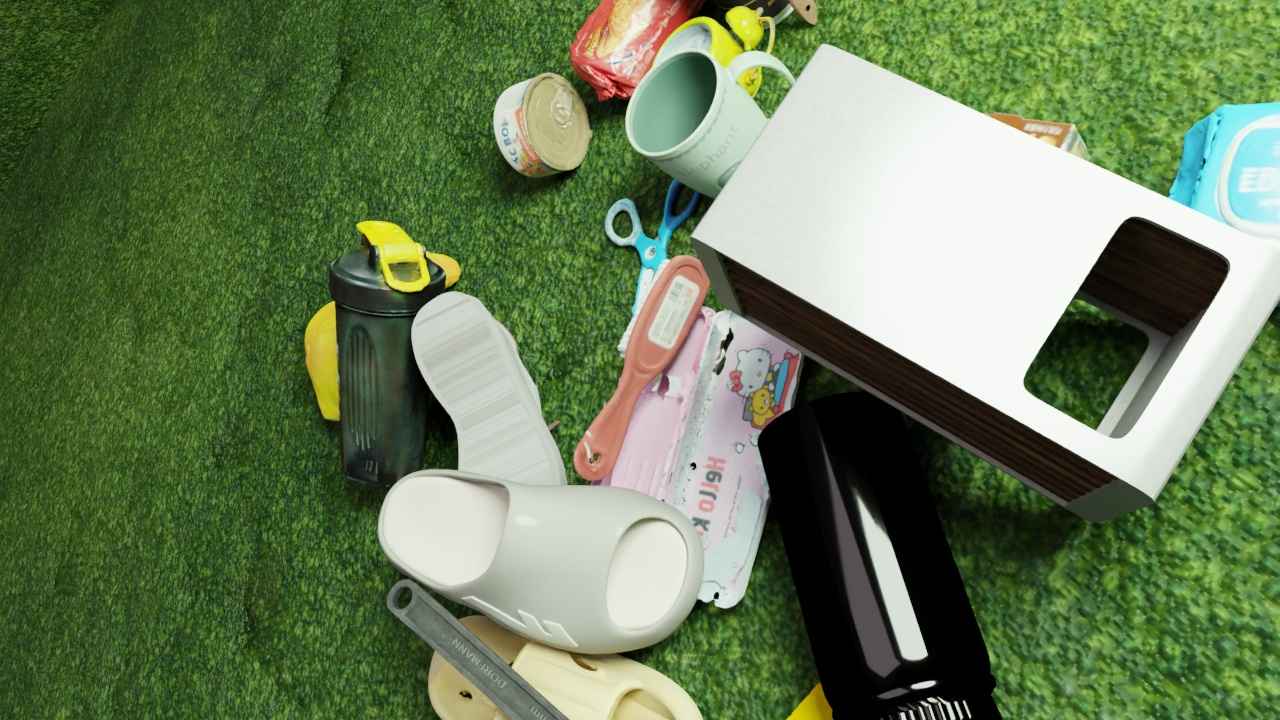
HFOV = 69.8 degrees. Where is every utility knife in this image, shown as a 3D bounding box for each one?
[{"bbox_3d":[0.070,0.233,0.503,0.158,0.017,0.030,-45,45,-18],"label":"utility knife"}]

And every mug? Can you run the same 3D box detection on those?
[{"bbox_3d":[0.063,-0.172,0.666,0.111,0.104,0.084,-38,51,23],"label":"mug"}]

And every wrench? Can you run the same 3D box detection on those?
[{"bbox_3d":[-0.073,0.216,0.575,0.273,0.018,0.073,28,74,33],"label":"wrench"}]

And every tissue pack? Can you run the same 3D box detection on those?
[{"bbox_3d":[0.324,-0.073,0.429,0.145,0.061,0.092,5,76,42],"label":"tissue pack"}]

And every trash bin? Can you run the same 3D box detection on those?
[{"bbox_3d":[0.158,-0.036,0.454,0.229,0.114,0.114,32,85,19],"label":"trash bin"}]

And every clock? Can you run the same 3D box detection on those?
[{"bbox_3d":[0.061,-0.230,0.725,0.119,0.057,0.083,-15,61,42],"label":"clock"}]

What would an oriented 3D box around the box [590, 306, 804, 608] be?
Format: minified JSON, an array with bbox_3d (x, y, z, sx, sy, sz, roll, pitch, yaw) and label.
[{"bbox_3d":[0.034,0.058,0.641,0.153,0.037,0.201,7,77,40],"label":"box"}]

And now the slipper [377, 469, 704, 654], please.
[{"bbox_3d":[-0.092,0.124,0.618,0.266,0.080,0.112,8,78,31],"label":"slipper"}]

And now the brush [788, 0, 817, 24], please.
[{"bbox_3d":[0.097,-0.292,0.662,0.045,0.143,0.008,-50,48,1],"label":"brush"}]

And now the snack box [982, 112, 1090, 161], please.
[{"bbox_3d":[0.177,-0.084,0.574,0.143,0.041,0.147,25,88,43],"label":"snack box"}]

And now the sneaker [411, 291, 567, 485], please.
[{"bbox_3d":[-0.109,0.061,0.742,0.099,0.089,0.236,-22,78,12],"label":"sneaker"}]

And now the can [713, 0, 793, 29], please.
[{"bbox_3d":[0.069,-0.319,0.707,0.072,0.128,0.071,-17,61,34],"label":"can"}]

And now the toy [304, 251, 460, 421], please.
[{"bbox_3d":[-0.258,-0.026,0.893,0.194,0.087,0.134,-27,60,29],"label":"toy"}]

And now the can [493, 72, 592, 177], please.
[{"bbox_3d":[-0.088,-0.210,0.825,0.043,0.086,0.086,-4,69,39],"label":"can"}]

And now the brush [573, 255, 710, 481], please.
[{"bbox_3d":[-0.004,0.004,0.647,0.172,0.041,0.030,-63,26,-5],"label":"brush"}]

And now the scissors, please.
[{"bbox_3d":[0.019,-0.096,0.736,0.118,0.013,0.139,-35,50,22],"label":"scissors"}]

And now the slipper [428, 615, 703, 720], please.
[{"bbox_3d":[-0.077,0.243,0.628,0.262,0.079,0.111,7,80,43],"label":"slipper"}]

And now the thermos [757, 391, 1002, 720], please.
[{"bbox_3d":[0.128,0.124,0.495,0.086,0.086,0.198,-30,55,28],"label":"thermos"}]

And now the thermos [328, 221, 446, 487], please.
[{"bbox_3d":[-0.219,-0.001,0.792,0.098,0.098,0.221,32,121,44],"label":"thermos"}]

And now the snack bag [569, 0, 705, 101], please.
[{"bbox_3d":[0.006,-0.304,0.792,0.082,0.082,0.176,37,96,43],"label":"snack bag"}]
